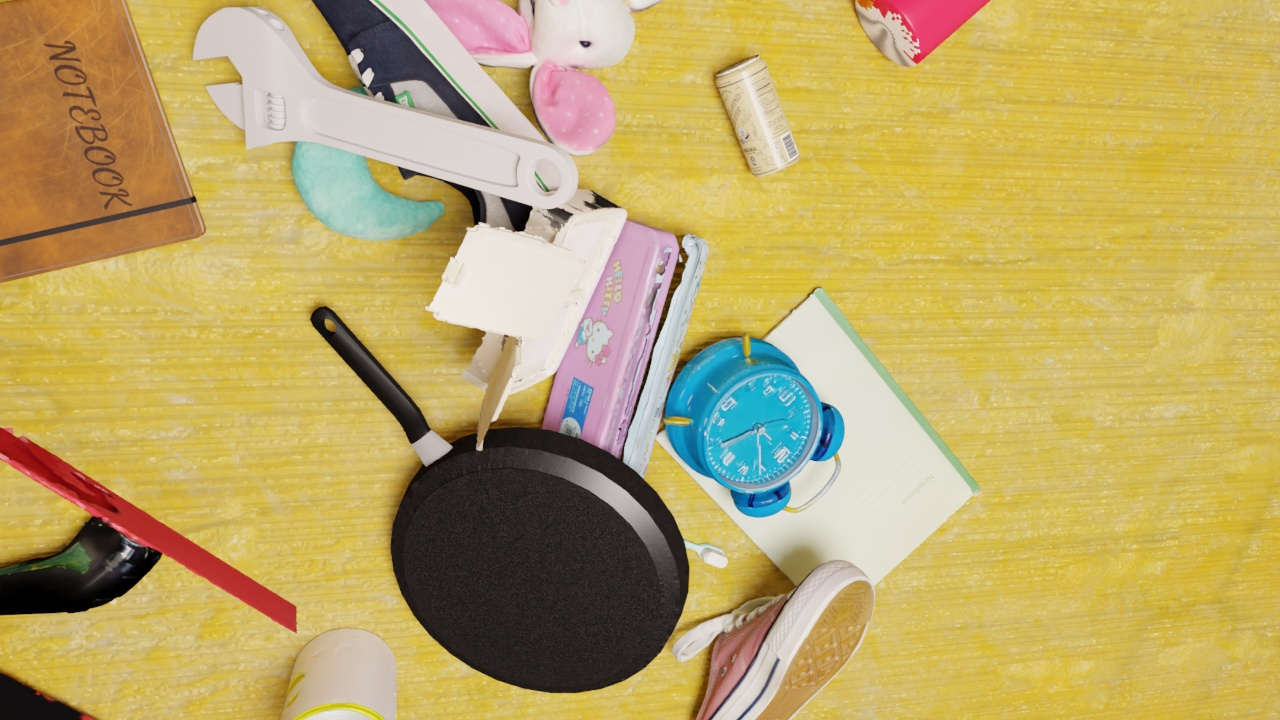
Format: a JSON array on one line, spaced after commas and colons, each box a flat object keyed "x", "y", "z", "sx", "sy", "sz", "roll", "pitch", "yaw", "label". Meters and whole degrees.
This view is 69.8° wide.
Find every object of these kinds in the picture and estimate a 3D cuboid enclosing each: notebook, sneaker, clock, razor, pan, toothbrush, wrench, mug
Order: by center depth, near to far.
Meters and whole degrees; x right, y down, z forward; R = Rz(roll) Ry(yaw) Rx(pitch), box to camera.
[{"x": -0.158, "y": -0.150, "z": 0.550, "sx": 0.273, "sy": 0.018, "sz": 0.087, "roll": 18, "pitch": 118, "yaw": 18, "label": "wrench"}, {"x": -0.425, "y": -0.120, "z": 0.576, "sx": 0.249, "sy": 0.014, "sz": 0.178, "roll": -15, "pitch": 108, "yaw": -9, "label": "notebook"}, {"x": -0.150, "y": -0.171, "z": 0.585, "sx": 0.079, "sy": 0.084, "sz": 0.235, "roll": -47, "pitch": 107, "yaw": -8, "label": "sneaker"}, {"x": -0.414, "y": 0.146, "z": 0.639, "sx": 0.151, "sy": 0.054, "sz": 0.067, "roll": -11, "pitch": 79, "yaw": -3, "label": "razor"}, {"x": -0.118, "y": 0.105, "z": 0.663, "sx": 0.226, "sy": 0.034, "sz": 0.356, "roll": -33, "pitch": 104, "yaw": 24, "label": "pan"}, {"x": -0.222, "y": 0.261, "z": 0.680, "sx": 0.082, "sy": 0.106, "sz": 0.082, "roll": -3, "pitch": 105, "yaw": -13, "label": "mug"}, {"x": 0.094, "y": 0.055, "z": 0.711, "sx": 0.161, "sy": 0.060, "sz": 0.117, "roll": 42, "pitch": 90, "yaw": -27, "label": "clock"}, {"x": -0.007, "y": 0.133, "z": 0.747, "sx": 0.180, "sy": 0.016, "sz": 0.016, "roll": 24, "pitch": 99, "yaw": -17, "label": "toothbrush"}, {"x": 0.104, "y": 0.240, "z": 0.766, "sx": 0.118, "sy": 0.088, "sz": 0.242, "roll": 4, "pitch": 126, "yaw": -38, "label": "sneaker"}, {"x": 0.157, "y": 0.087, "z": 0.776, "sx": 0.182, "sy": 0.010, "sz": 0.252, "roll": -42, "pitch": 110, "yaw": 0, "label": "notebook"}]

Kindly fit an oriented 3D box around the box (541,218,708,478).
[{"x": -0.008, "y": 0.005, "z": 0.680, "sx": 0.096, "sy": 0.077, "sz": 0.214, "roll": 12, "pitch": 101, "yaw": -18, "label": "box"}]

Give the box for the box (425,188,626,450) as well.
[{"x": -0.066, "y": -0.027, "z": 0.584, "sx": 0.069, "sy": 0.190, "sz": 0.144, "roll": 31, "pitch": 112, "yaw": 14, "label": "box"}]

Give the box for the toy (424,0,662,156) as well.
[{"x": -0.032, "y": -0.242, "z": 0.604, "sx": 0.159, "sy": 0.084, "sz": 0.194, "roll": 44, "pitch": 92, "yaw": 8, "label": "toy"}]

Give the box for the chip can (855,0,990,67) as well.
[{"x": 0.260, "y": -0.310, "z": 0.662, "sx": 0.220, "sy": 0.069, "sz": 0.069, "roll": -41, "pitch": 110, "yaw": 0, "label": "chip can"}]

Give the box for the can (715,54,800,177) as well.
[{"x": 0.086, "y": -0.178, "z": 0.671, "sx": 0.038, "sy": 0.038, "sz": 0.079, "roll": -27, "pitch": 109, "yaw": -5, "label": "can"}]

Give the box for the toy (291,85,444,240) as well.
[{"x": -0.190, "y": -0.127, "z": 0.623, "sx": 0.085, "sy": 0.033, "sz": 0.105, "roll": -28, "pitch": 107, "yaw": -15, "label": "toy"}]
